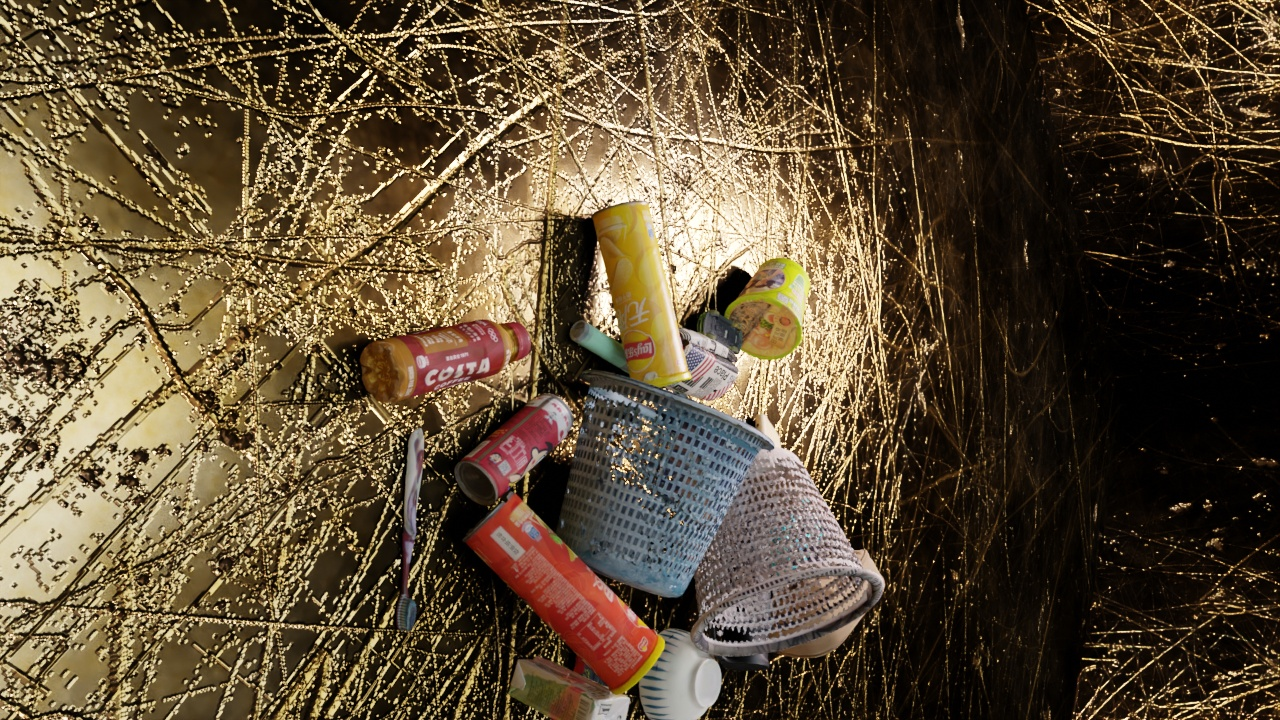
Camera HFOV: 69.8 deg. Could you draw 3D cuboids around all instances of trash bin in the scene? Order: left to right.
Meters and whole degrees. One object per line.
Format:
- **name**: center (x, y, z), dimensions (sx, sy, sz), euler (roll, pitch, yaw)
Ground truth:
- **trash bin**: center (0.007, 0.140, 0.995), dimensions (0.226, 0.227, 0.195), euler (31, 77, -47)
- **trash bin**: center (0.148, 0.219, 1.095), dimensions (0.227, 0.228, 0.192), euler (32, 33, -46)

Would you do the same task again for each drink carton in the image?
- **drink carton**: center (-0.073, 0.340, 0.932), dimensions (0.053, 0.123, 0.045), euler (22, 81, -47)

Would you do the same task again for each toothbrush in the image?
- **toothbrush**: center (-0.212, 0.156, 0.853), dimensions (0.016, 0.017, 0.187), euler (10, 81, -52)
- **toothbrush**: center (-0.007, 0.006, 1.111), dimensions (0.224, 0.026, 0.027), euler (32, 33, -47)

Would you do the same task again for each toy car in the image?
- **toy car**: center (-0.051, 0.329, 1.035), dimensions (0.049, 0.031, 0.106), euler (31, 66, -47)
- **toy car**: center (0.106, -0.037, 1.247), dimensions (0.091, 0.036, 0.043), euler (28, 68, -49)

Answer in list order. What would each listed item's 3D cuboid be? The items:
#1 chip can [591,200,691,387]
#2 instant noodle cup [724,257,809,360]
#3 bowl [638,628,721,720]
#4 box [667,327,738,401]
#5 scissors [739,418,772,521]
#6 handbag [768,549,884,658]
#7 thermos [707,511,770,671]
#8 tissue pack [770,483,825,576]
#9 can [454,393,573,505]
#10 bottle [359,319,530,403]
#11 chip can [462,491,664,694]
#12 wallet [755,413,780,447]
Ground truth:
- **chip can**: center (0.001, -0.073, 1.062), dimensions (0.071, 0.072, 0.213), euler (-10, 86, -51)
- **instant noodle cup**: center (0.189, -0.082, 1.305), dimensions (0.112, 0.112, 0.123), euler (61, 38, -29)
- **bowl**: center (0.058, 0.397, 1.143), dimensions (0.116, 0.066, 0.116), euler (4, 85, -52)
- **box**: center (0.069, 0.009, 1.166), dimensions (0.162, 0.076, 0.088), euler (26, 76, -57)
- **scissors**: center (0.164, 0.168, 1.314), dimensions (0.108, 0.012, 0.174), euler (23, 73, -24)
- **handbag**: center (0.261, 0.348, 1.344), dimensions (0.203, 0.148, 0.100), euler (-29, 90, -49)
- **thermos**: center (0.130, 0.274, 1.200), dimensions (0.090, 0.069, 0.242), euler (25, 55, -34)
- **tissue pack**: center (0.230, 0.254, 1.378), dimensions (0.133, 0.050, 0.093), euler (-37, 116, -46)
- **can**: center (-0.126, 0.088, 0.935), dimensions (0.132, 0.053, 0.053), euler (-43, 121, -44)
- **bottle**: center (-0.178, -0.005, 0.870), dimensions (0.174, 0.058, 0.057), euler (-17, 102, -51)
- **chip can**: center (-0.076, 0.227, 0.899), dimensions (0.216, 0.073, 0.073), euler (45, 48, -2)
- **wallet**: center (0.191, 0.147, 1.335), dimensions (0.087, 0.024, 0.115), euler (50, 33, -47)
